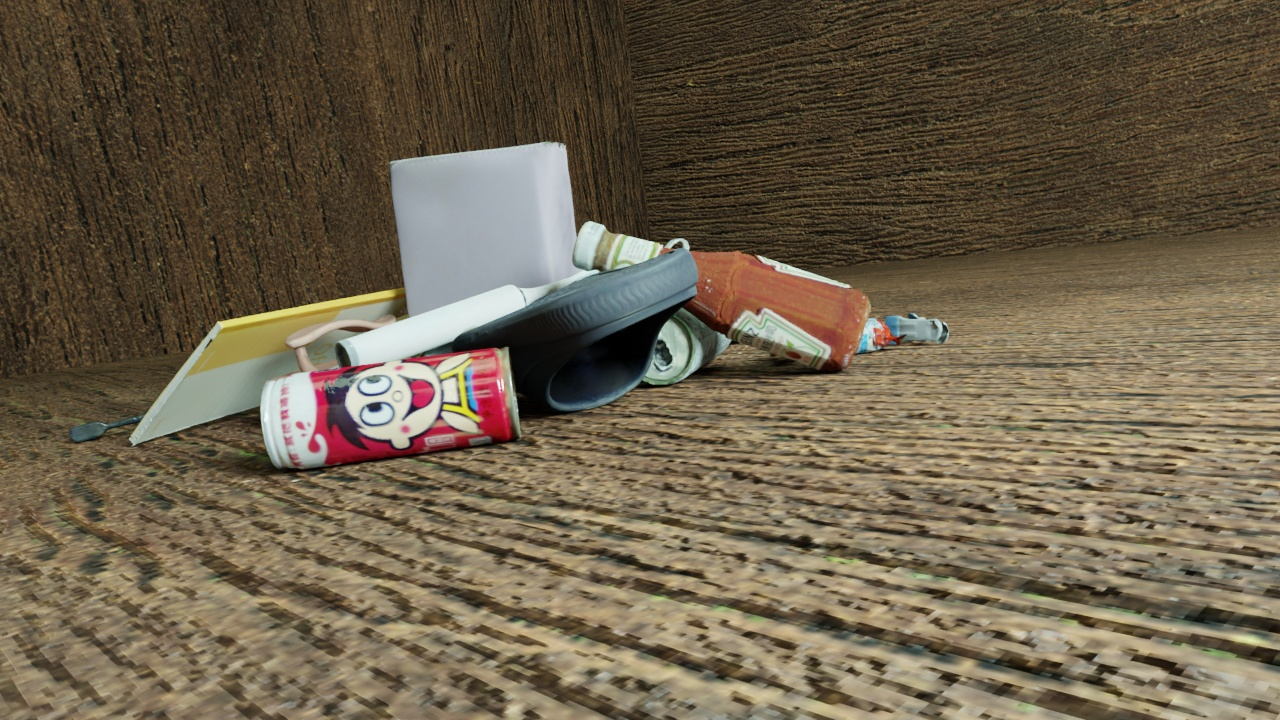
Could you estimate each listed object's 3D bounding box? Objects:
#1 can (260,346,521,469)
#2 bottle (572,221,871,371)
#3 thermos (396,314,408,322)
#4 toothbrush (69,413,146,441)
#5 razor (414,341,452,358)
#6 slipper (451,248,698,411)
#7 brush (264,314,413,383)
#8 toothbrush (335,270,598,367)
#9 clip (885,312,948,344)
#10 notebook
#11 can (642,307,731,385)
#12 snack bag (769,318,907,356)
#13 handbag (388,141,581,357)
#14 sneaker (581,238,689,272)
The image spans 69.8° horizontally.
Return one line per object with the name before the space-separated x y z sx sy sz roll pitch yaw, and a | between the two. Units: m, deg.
can | -0.136 0.027 0.509 0.132 0.053 0.053 -7 6 -6
bottle | 0.053 -0.050 0.638 0.206 0.060 0.059 19 9 5
thermos | -0.198 -0.033 1.004 0.143 0.093 0.093 -14 6 1
toothbrush | -0.387 0.040 0.787 0.180 0.015 0.018 -16 -1 -27
razor | -0.150 0.019 0.654 0.067 0.062 0.167 -37 11 5
slipper | -0.042 -0.005 0.578 0.110 0.083 0.269 -25 6 -24
brush | -0.226 0.002 0.723 0.063 0.073 0.145 -6 10 16
toothbrush | -0.115 -0.035 0.672 0.220 0.026 0.027 -23 0 -36
clip | 0.222 -0.025 0.729 0.044 0.027 0.058 -1 4 -23
notebook | -0.287 -0.002 0.738 0.146 0.010 0.205 -41 -8 27
can | 0.032 -0.019 0.724 0.058 0.058 0.146 -5 7 17
snack bag | 0.152 -0.016 0.717 0.105 0.026 0.045 -7 15 5
handbag | -0.119 -0.076 0.769 0.145 0.197 0.098 -5 7 14
sneaker | 0.023 -0.059 0.886 0.240 0.118 0.088 1 10 -35
